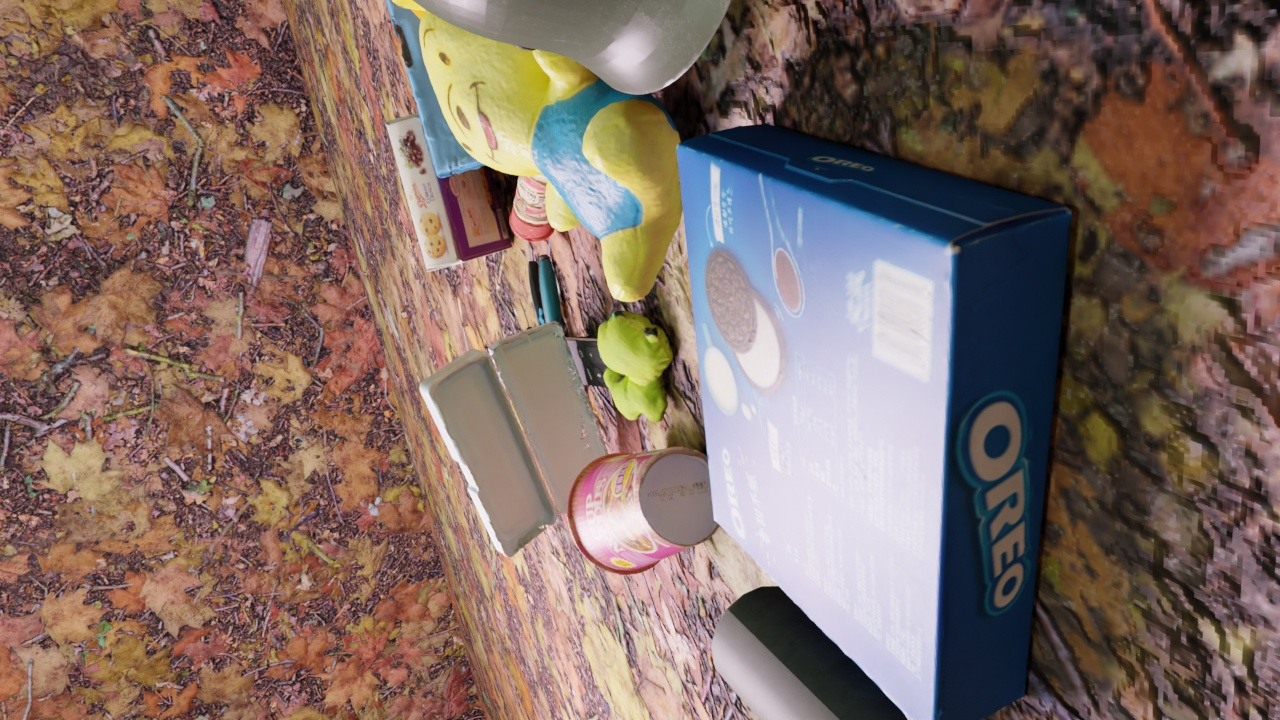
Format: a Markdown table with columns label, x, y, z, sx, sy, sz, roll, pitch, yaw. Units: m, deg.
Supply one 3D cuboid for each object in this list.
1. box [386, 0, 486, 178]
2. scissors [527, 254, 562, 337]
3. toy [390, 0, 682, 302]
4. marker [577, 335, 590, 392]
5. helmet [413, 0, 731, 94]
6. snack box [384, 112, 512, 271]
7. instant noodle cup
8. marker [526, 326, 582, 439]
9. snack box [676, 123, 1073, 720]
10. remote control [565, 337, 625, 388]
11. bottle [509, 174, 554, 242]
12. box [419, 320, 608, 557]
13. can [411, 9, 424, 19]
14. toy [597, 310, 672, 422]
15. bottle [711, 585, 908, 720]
| label | x | y | z | sx | sy | sz | roll | pitch | yaw |
| --- | --- | --- | --- | --- | --- | --- | --- | --- | --- |
| box | -0.165 | -0.292 | 0.845 | 0.102 | 0.094 | 0.231 | -57 | -49 | -78 |
| scissors | -0.090 | -0.037 | 0.903 | 0.128 | 0.019 | 0.153 | 101 | 149 | -45 |
| toy | -0.056 | -0.151 | 0.574 | 0.214 | 0.083 | 0.149 | 40 | 152 | 24 |
| marker | -0.061 | 0.023 | 0.893 | 0.016 | 0.016 | 0.141 | 61 | 158 | 28 |
| helmet | -0.053 | -0.235 | 0.386 | 0.267 | 0.153 | 0.228 | 66 | 147 | 27 |
| snack box | -0.187 | -0.171 | 0.920 | 0.147 | 0.041 | 0.143 | -47 | -56 | -73 |
| instant noodle cup | 0.008 | 0.108 | 0.685 | 0.109 | 0.097 | 0.097 | -32 | 76 | 62 |
| marker | -0.092 | 0.028 | 0.988 | 0.152 | 0.011 | 0.011 | 64 | 159 | 19 |
| snack box | 0.095 | 0.024 | 0.432 | 0.195 | 0.056 | 0.239 | 41 | 144 | 55 |
| remote control | -0.036 | 0.002 | 0.792 | 0.147 | 0.008 | 0.045 | 5 | 120 | 61 |
| bottle | -0.086 | -0.145 | 0.782 | 0.044 | 0.044 | 0.109 | 66 | 159 | 18 |
| box | -0.104 | 0.072 | 0.827 | 0.049 | 0.136 | 0.197 | 41 | 154 | 56 |
| can | -0.181 | -0.336 | 0.745 | 0.142 | 0.079 | 0.079 | 46 | 158 | -1 |
| toy | -0.004 | 0.004 | 0.698 | 0.094 | 0.036 | 0.093 | -5 | 114 | 54 |
| bottle | 0.117 | 0.200 | 0.500 | 0.207 | 0.071 | 0.071 | 32 | 136 | 61 |
